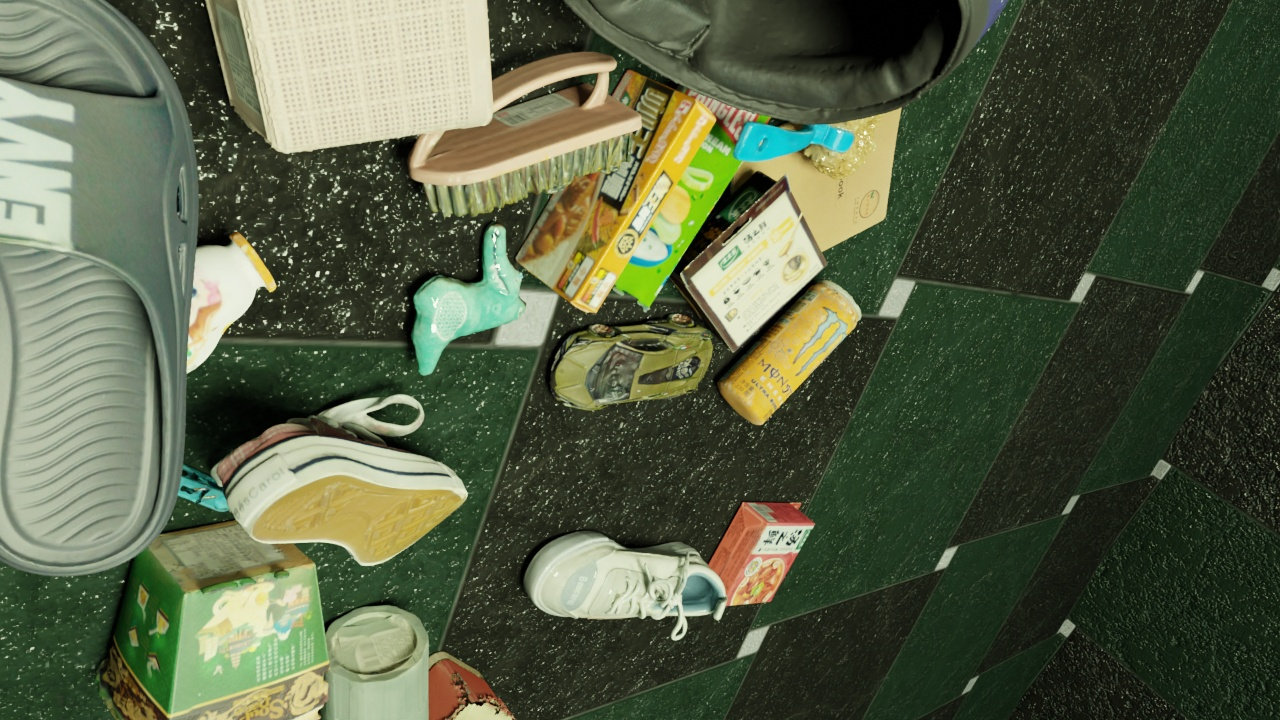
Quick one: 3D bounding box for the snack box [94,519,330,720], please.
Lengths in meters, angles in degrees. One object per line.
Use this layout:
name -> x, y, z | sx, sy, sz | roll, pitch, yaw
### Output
snack box -> -0.260, 0.162, 0.573 | 0.118, 0.118, 0.106 | -4, 109, -46

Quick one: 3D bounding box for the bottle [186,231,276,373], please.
bottle -> -0.245, -0.024, 0.472 | 0.108, 0.063, 0.063 | -37, 138, -20

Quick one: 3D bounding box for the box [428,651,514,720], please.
box -> -0.193, 0.347, 0.789 | 0.168, 0.080, 0.091 | -45, 140, -9

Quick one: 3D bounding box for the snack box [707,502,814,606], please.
snack box -> 0.141, 0.221, 1.053 | 0.127, 0.044, 0.113 | 10, 111, -48

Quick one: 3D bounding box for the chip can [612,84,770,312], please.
chip can -> 0.039, -0.151, 0.651 | 0.072, 0.072, 0.236 | 25, 100, -51

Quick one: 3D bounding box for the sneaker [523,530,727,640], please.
sneaker -> -0.005, 0.221, 0.874 | 0.241, 0.091, 0.089 | 15, 106, -48

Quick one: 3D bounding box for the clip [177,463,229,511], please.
clip -> -0.270, 0.075, 0.555 | 0.014, 0.043, 0.056 | -48, 141, -3

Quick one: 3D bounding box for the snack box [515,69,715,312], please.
snack box -> -0.019, -0.114, 0.617 | 0.026, 0.075, 0.154 | 25, 100, -50

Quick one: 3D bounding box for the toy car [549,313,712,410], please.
toy car -> -0.004, 0.004, 0.751 | 0.157, 0.042, 0.070 | -8, 123, -38

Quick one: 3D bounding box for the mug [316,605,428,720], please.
mug -> -0.223, 0.254, 0.700 | 0.123, 0.083, 0.104 | 0, 120, -16

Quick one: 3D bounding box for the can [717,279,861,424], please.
can -> 0.141, -0.008, 0.869 | 0.146, 0.058, 0.058 | -45, 141, -9

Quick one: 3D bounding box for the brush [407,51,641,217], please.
brush -> -0.074, -0.139, 0.556 | 0.145, 0.063, 0.073 | -25, 138, -27

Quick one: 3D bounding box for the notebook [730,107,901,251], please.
notebook -> 0.156, -0.155, 0.815 | 0.207, 0.008, 0.148 | -28, 135, -27

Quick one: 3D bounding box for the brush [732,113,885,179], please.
brush -> 0.128, -0.168, 0.683 | 0.254, 0.046, 0.083 | -28, 146, -57

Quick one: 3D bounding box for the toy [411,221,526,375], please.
toy -> -0.114, -0.043, 0.617 | 0.091, 0.030, 0.097 | -18, 123, -41

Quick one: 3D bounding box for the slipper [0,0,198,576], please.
slipper -> -0.244, -0.031, 0.389 | 0.110, 0.083, 0.268 | -4, 100, -29

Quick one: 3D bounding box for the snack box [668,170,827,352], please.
snack box -> 0.085, -0.084, 0.750 | 0.113, 0.053, 0.125 | -43, 136, -2

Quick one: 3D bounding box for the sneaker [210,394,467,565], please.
sneaker -> -0.188, 0.070, 0.584 | 0.118, 0.088, 0.241 | -38, 162, 0

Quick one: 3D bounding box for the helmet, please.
helmet -> 0.069, -0.283, 0.452 | 0.315, 0.248, 0.240 | 23, 73, -44

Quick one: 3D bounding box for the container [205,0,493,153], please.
container -> -0.144, -0.159, 0.452 | 0.110, 0.090, 0.090 | -22, 132, -29
